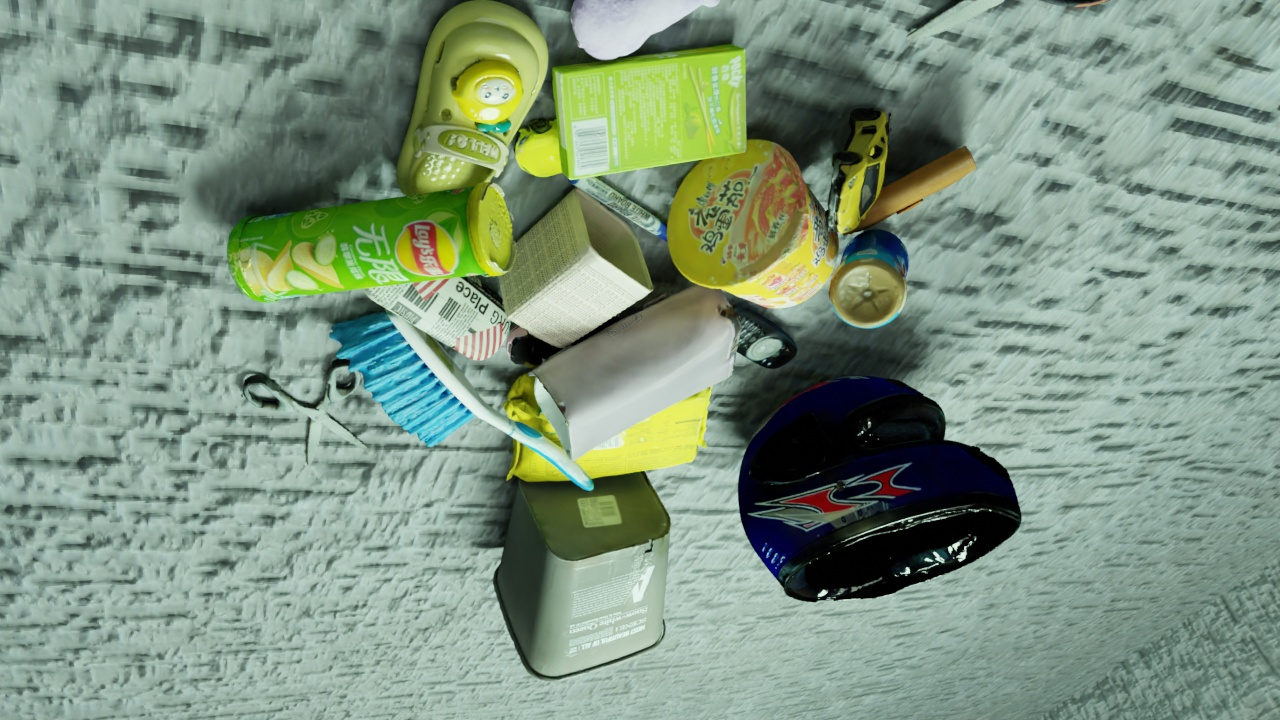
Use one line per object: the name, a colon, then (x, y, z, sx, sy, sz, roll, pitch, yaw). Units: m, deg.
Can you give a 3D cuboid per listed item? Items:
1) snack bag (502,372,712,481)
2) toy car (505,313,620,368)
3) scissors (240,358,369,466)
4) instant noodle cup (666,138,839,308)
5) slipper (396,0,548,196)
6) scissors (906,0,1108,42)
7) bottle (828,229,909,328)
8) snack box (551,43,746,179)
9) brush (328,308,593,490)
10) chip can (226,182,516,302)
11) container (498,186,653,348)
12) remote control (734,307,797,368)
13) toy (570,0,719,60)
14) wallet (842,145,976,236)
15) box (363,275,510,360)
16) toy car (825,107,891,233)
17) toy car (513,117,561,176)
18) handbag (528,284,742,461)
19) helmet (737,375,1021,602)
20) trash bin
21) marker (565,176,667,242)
snack bag: (-0.033, 0.071, 1.041, 0.246, 0.068, 0.158, -8, 140, -13)
toy car: (-0.079, -0.029, 0.929, 0.122, 0.037, 0.056, -16, 149, -25)
scissors: (-0.333, 0.055, 0.940, 0.159, 0.014, 0.182, 15, 131, -36)
instant noodle cup: (0.109, -0.114, 0.835, 0.138, 0.138, 0.109, -37, 146, 21)
slipper: (-0.127, -0.175, 0.700, 0.091, 0.081, 0.191, 5, 138, -31)
scissors: (0.332, -0.327, 0.763, 0.189, 0.015, 0.222, 15, 131, -35)
bottle: (0.221, -0.087, 0.872, 0.065, 0.218, 0.065, 5, 108, 15)
snack box: (0.010, -0.200, 0.737, 0.156, 0.026, 0.086, -13, 120, -15)
brush: (-0.170, 0.058, 0.925, 0.109, 0.060, 0.314, -33, 122, 3)
chip can: (-0.214, -0.091, 0.722, 0.221, 0.072, 0.073, -6, 143, 12)
container: (-0.064, -0.079, 0.835, 0.111, 0.089, 0.090, -35, 139, 23)
remote control: (0.127, -0.028, 1.024, 0.053, 0.024, 0.136, -39, 139, 21)
toy: (-0.003, -0.265, 0.676, 0.108, 0.039, 0.084, -28, 141, 14)
wallet: (0.251, -0.159, 0.876, 0.132, 0.031, 0.107, -26, 179, 18)
box: (-0.178, -0.054, 0.822, 0.075, 0.081, 0.163, -38, 136, 13)
toy car: (0.191, -0.165, 0.803, 0.041, 0.155, 0.071, 12, 130, 18)
toy car: (-0.053, -0.178, 0.765, 0.105, 0.032, 0.048, -12, 141, -7)
handbag: (-0.005, 0.005, 0.904, 0.196, 0.098, 0.145, -28, 170, -12)
helmet: (0.266, 0.135, 1.096, 0.316, 0.240, 0.247, -30, 141, 30)
trash bin: (-0.067, 0.244, 1.135, 0.198, 0.198, 0.220, -11, 136, -23)
marker: (-0.012, -0.140, 0.839, 0.017, 0.017, 0.145, -41, 137, 24)
